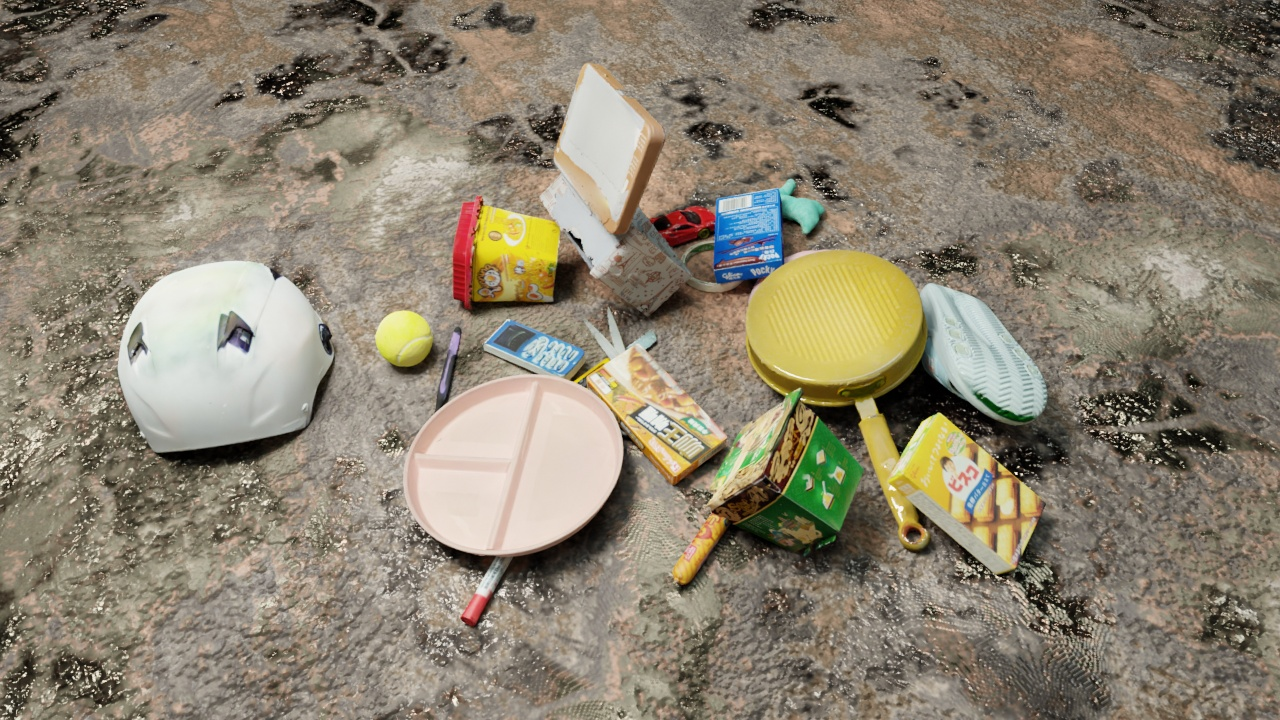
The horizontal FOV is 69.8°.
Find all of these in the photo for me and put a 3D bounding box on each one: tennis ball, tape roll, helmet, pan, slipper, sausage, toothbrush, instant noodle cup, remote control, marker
[{"bbox_3d":[-0.278,-0.026,1.079,0.065,0.066,0.065,-2,48,2],"label":"tennis ball"},{"bbox_3d":[0.094,-0.121,1.172,0.086,0.014,0.085,-2,48,2],"label":"tape roll"},{"bbox_3d":[-0.481,-0.028,1.042,0.229,0.146,0.258,-5,48,-1],"label":"helmet"},{"bbox_3d":[0.231,0.030,0.975,0.198,0.078,0.356,-17,51,4],"label":"pan"},{"bbox_3d":[0.356,-0.006,1.007,0.104,0.074,0.244,15,31,-9],"label":"slipper"},{"bbox_3d":[0.078,0.162,0.917,0.021,0.021,0.164,25,54,23],"label":"sausage"},{"bbox_3d":[-0.227,0.028,1.066,0.014,0.017,0.188,7,45,-5],"label":"toothbrush"},{"bbox_3d":[-0.164,-0.129,1.140,0.123,0.116,0.115,7,48,-5],"label":"instant noodle cup"},{"bbox_3d":[-0.125,-0.010,1.082,0.125,0.024,0.048,23,54,26],"label":"remote control"},{"bbox_3d":[-0.135,0.195,0.906,0.017,0.017,0.144,16,51,17],"label":"marker"}]

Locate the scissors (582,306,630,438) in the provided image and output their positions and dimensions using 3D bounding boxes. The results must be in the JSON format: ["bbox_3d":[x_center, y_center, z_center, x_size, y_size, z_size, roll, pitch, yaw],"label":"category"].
[{"bbox_3d":[-0.018,0.015,1.042,0.164,0.014,0.163,21,60,11],"label":"scissors"}]

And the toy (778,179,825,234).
[{"bbox_3d":[0.204,-0.210,1.233,0.092,0.030,0.096,22,51,19],"label":"toy"}]

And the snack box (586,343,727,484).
[{"bbox_3d":[0.016,0.056,0.993,0.075,0.026,0.153,-34,65,-19],"label":"snack box"}]

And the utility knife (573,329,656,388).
[{"bbox_3d":[-0.061,0.024,1.053,0.222,0.015,0.033,-37,59,-26],"label":"utility knife"}]

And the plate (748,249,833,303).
[{"bbox_3d":[0.227,-0.073,1.102,0.192,0.039,0.192,-2,48,2],"label":"plate"}]

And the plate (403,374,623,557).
[{"bbox_3d":[-0.130,0.108,0.954,0.229,0.028,0.229,-4,46,4],"label":"plate"}]

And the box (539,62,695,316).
[{"bbox_3d":[-0.037,-0.191,1.077,0.136,0.270,0.179,-24,50,-13],"label":"box"}]

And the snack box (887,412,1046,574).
[{"bbox_3d":[0.315,0.128,0.886,0.140,0.034,0.086,40,59,3],"label":"snack box"}]

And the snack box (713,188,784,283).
[{"bbox_3d":[0.137,-0.159,1.162,0.085,0.026,0.156,-8,42,14],"label":"snack box"}]

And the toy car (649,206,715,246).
[{"bbox_3d":[0.051,-0.178,1.215,0.106,0.031,0.049,-18,51,-14],"label":"toy car"}]

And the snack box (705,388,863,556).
[{"bbox_3d":[0.145,0.116,0.890,0.105,0.118,0.117,37,55,-6],"label":"snack box"}]
